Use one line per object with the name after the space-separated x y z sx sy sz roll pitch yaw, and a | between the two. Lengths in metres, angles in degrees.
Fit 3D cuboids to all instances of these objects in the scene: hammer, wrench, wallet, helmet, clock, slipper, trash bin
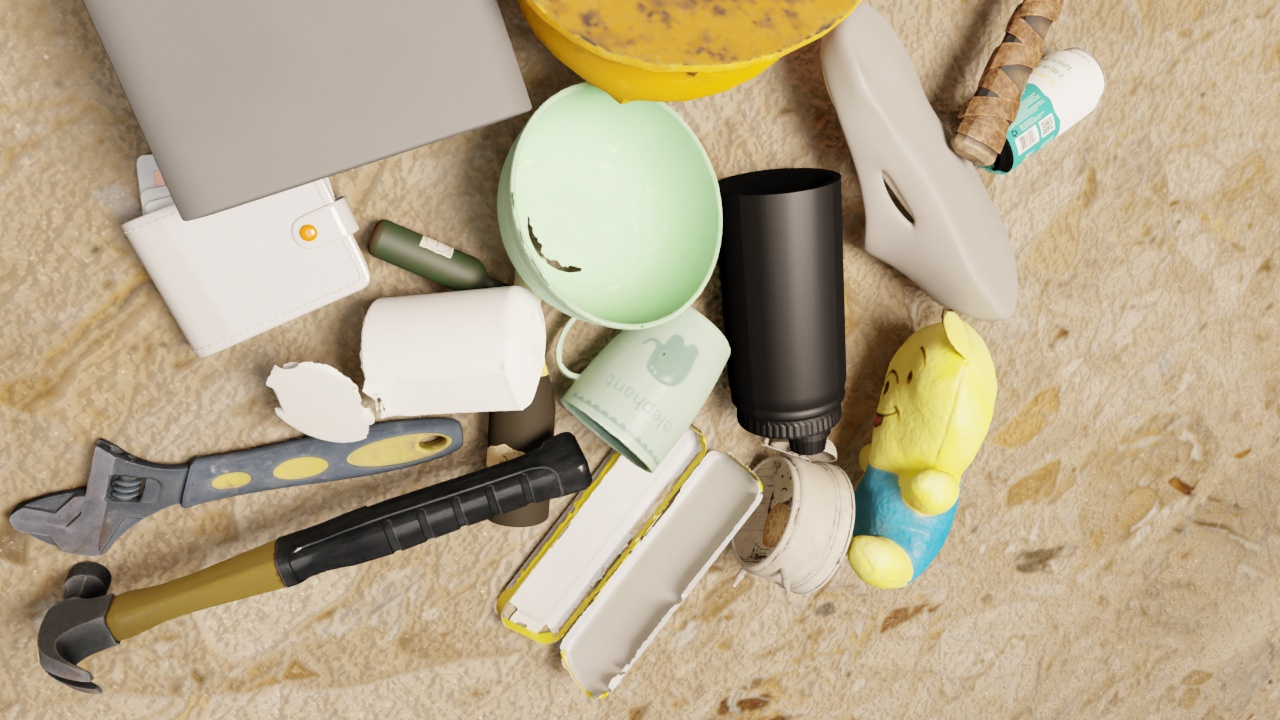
-0.192 0.114 0.560 0.332 0.118 0.025 -18 116 -9 | hammer
-0.251 0.072 0.592 0.273 0.022 0.073 -9 112 -18 | wrench
-0.232 -0.078 0.539 0.118 0.037 0.115 -26 110 -10 | wallet
0.295 -0.287 0.629 0.121 0.049 0.319 20 96 -31 | hammer
0.023 -0.238 0.523 0.205 0.131 0.255 43 71 0 | helmet
0.115 0.102 0.711 0.061 0.104 0.156 20 75 -19 | clock
0.185 -0.127 0.663 0.266 0.081 0.112 45 44 -32 | slipper
-0.181 -0.205 0.461 0.191 0.097 0.220 -22 107 -13 | trash bin

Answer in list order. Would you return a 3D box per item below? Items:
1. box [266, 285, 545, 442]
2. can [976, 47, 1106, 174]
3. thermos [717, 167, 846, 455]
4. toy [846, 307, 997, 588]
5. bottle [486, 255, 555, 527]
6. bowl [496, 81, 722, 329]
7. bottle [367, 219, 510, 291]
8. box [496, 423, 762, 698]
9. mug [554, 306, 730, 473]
-0.144 0.000 0.567 0.166 0.092 0.083 -3 143 8 | box
0.294 -0.188 0.691 0.101 0.055 0.055 -36 117 -6 | can
0.102 -0.030 0.656 0.086 0.086 0.199 -13 113 -17 | thermos
0.213 0.069 0.705 0.084 0.149 0.214 18 96 -2 | toy
-0.080 0.020 0.628 0.045 0.045 0.184 1 101 -21 | bottle
-0.028 -0.091 0.577 0.150 0.077 0.151 3 84 -34 | bowl
-0.120 -0.059 0.584 0.106 0.025 0.025 23 99 -16 | bottle
-0.008 0.142 0.693 0.117 0.057 0.210 38 92 8 | box
-0.004 0.004 0.636 0.111 0.084 0.104 39 80 -2 | mug
